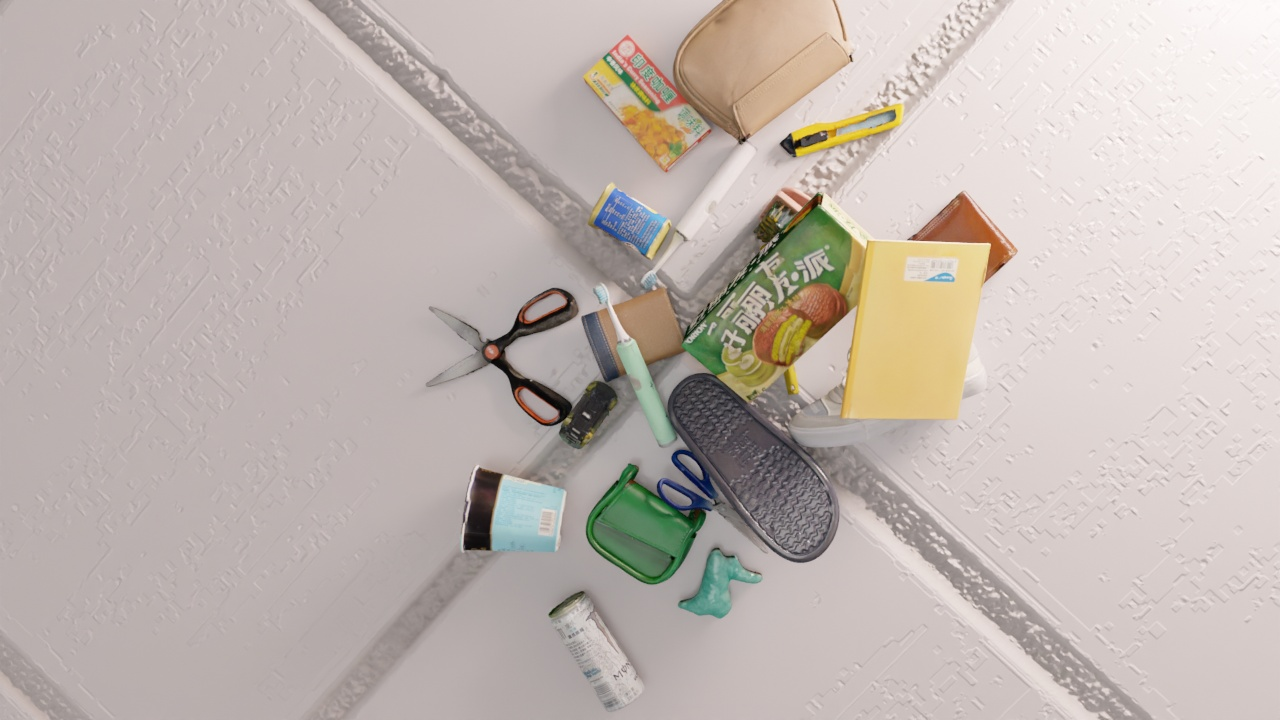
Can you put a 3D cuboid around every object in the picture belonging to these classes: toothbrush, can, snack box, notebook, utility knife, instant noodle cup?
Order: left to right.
[{"bbox_3d":[-0.156,0.194,1.154,0.120,0.111,0.111,8,94,-3],"label":"instant noodle cup"},{"bbox_3d":[-0.056,0.371,1.169,0.058,0.058,0.146,-32,89,7],"label":"can"},{"bbox_3d":[-0.011,-0.165,1.109,0.083,0.102,0.057,32,96,2],"label":"can"},{"bbox_3d":[-0.007,0.007,1.129,0.027,0.027,0.224,-10,111,40],"label":"toothbrush"},{"bbox_3d":[0.008,-0.317,1.135,0.077,0.027,0.156,-42,88,6],"label":"snack box"},{"bbox_3d":[0.068,-0.178,1.136,0.221,0.026,0.026,-53,43,7],"label":"toothbrush"},{"bbox_3d":[0.172,-0.051,1.137,0.016,0.016,0.190,-11,92,7],"label":"toothbrush"},{"bbox_3d":[0.167,-0.069,1.069,0.114,0.063,0.241,40,117,-8],"label":"snack box"},{"bbox_3d":[0.245,-0.281,1.114,0.154,0.015,0.033,-16,94,7],"label":"utility knife"},{"bbox_3d":[0.305,-0.031,1.021,0.145,0.010,0.206,1,108,-10],"label":"notebook"}]

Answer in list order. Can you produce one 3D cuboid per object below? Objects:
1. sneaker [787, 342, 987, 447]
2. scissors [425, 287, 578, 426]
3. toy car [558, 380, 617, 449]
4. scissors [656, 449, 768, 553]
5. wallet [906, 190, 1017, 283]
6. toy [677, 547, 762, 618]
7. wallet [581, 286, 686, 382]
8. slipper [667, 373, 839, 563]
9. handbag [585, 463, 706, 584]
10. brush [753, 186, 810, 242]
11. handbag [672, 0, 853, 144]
[{"bbox_3d":[0.285,0.027,1.089,0.242,0.089,0.091,-21,107,4],"label":"sneaker"},{"bbox_3d":[-0.169,-0.010,1.177,0.221,0.021,0.234,-44,89,7],"label":"scissors"},{"bbox_3d":[-0.065,0.068,1.162,0.043,0.036,0.091,36,98,4],"label":"toy car"},{"bbox_3d":[0.098,0.174,1.151,0.171,0.012,0.140,11,58,-25],"label":"scissors"},{"bbox_3d":[0.375,-0.126,1.103,0.124,0.032,0.101,-44,85,7],"label":"wallet"},{"bbox_3d":[0.103,0.284,1.160,0.096,0.030,0.092,13,97,0],"label":"toy"},{"bbox_3d":[-0.008,-0.033,1.153,0.115,0.033,0.090,-21,94,7],"label":"wallet"},{"bbox_3d":[0.141,0.127,1.128,0.110,0.083,0.268,-42,70,1],"label":"slipper"},{"bbox_3d":[0.005,0.209,1.153,0.131,0.068,0.120,34,89,5],"label":"handbag"},{"bbox_3d":[0.213,-0.146,1.107,0.145,0.063,0.072,37,66,2],"label":"brush"},{"bbox_3d":[0.142,-0.363,1.085,0.204,0.099,0.148,-35,97,7],"label":"handbag"}]
